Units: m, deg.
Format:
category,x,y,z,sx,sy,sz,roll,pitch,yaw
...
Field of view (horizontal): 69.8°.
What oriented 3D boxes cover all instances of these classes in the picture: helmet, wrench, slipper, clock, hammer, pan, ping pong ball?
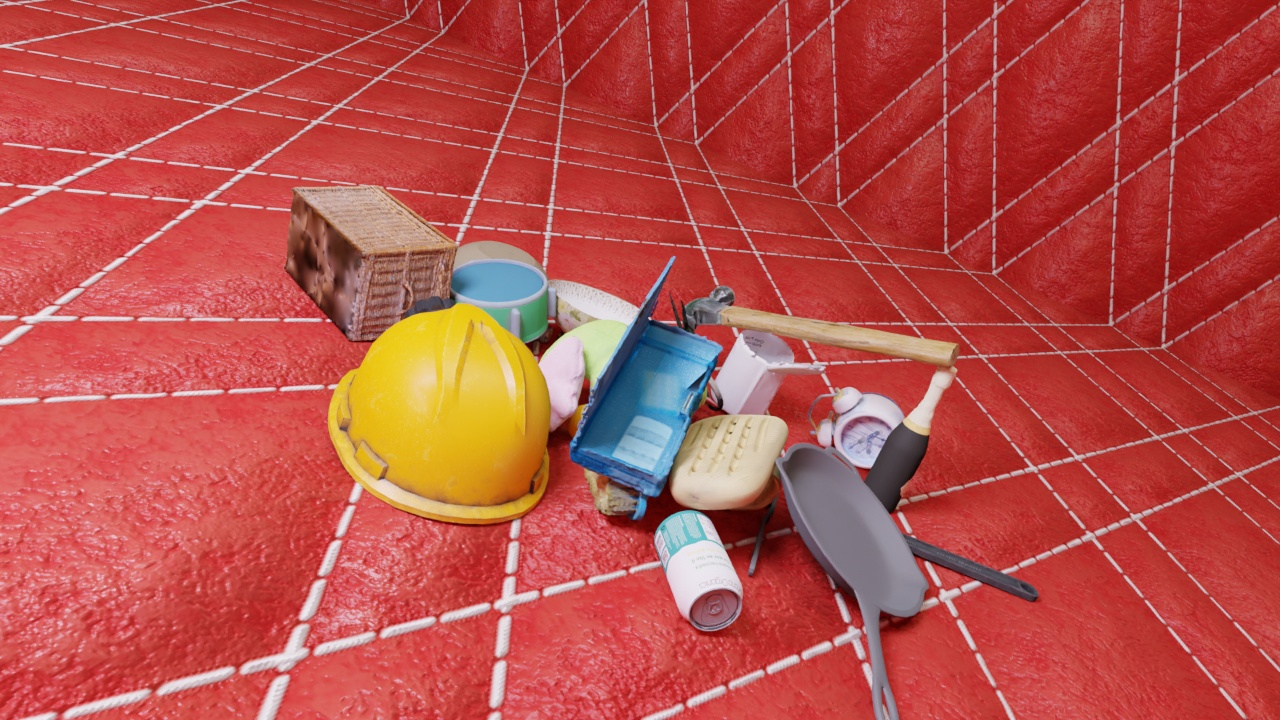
category,x,y,z,sx,sy,sz,roll,pitch,yaw
helmet,-0.166,0.021,0.835,0.205,0.131,0.255,10,26,-27
wrench,0.302,0.202,0.987,0.273,0.018,0.073,22,23,-1
slipper,0.086,0.114,0.913,0.111,0.079,0.261,1,10,13
clock,0.269,0.082,1.139,0.125,0.089,0.051,24,29,6
hammer,0.198,-0.034,1.066,0.331,0.033,0.131,12,26,32
pan,0.196,0.198,0.839,0.216,0.024,0.353,39,26,-17
clock,-0.188,-0.072,1.100,0.162,0.075,0.121,20,34,24
ping pong ball,-0.056,0.066,0.948,0.040,0.040,0.040,18,23,-8

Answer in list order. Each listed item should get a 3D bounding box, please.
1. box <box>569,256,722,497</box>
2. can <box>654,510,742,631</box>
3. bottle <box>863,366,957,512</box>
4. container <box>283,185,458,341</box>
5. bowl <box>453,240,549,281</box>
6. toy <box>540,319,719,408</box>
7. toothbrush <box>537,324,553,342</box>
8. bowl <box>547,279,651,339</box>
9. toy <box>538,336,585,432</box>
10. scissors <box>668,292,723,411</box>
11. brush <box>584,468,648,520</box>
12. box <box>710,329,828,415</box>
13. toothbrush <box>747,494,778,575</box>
category,x,y,z,sx,sy,sz,roll,pitch,yaw
box,0.021,0.006,0.867,0.094,0.112,0.230,23,38,6
can,0.048,0.175,0.772,0.055,0.055,0.101,12,24,-20
bottle,0.305,0.085,1.033,0.045,0.185,0.045,18,23,-8
container,-0.309,-0.113,1.036,0.112,0.114,0.198,-9,35,-43
bowl,-0.189,-0.122,1.245,0.152,0.050,0.152,18,22,-8
toy,-0.006,0.006,1.042,0.150,0.107,0.196,28,20,31
toothbrush,-0.194,-0.072,1.165,0.186,0.024,0.022,27,-13,13
bowl,-0.061,-0.045,1.157,0.145,0.063,0.145,20,17,-6
toy,-0.089,0.032,0.940,0.052,0.099,0.095,33,23,-36
scissors,0.054,-0.009,1.102,0.012,0.165,0.150,-35,7,-21
brush,-0.010,0.104,0.879,0.075,0.055,0.135,6,27,-18
box,0.155,0.022,1.111,0.084,0.147,0.136,8,35,-22
toothbrush,0.122,0.167,0.911,0.013,0.013,0.167,16,21,9
